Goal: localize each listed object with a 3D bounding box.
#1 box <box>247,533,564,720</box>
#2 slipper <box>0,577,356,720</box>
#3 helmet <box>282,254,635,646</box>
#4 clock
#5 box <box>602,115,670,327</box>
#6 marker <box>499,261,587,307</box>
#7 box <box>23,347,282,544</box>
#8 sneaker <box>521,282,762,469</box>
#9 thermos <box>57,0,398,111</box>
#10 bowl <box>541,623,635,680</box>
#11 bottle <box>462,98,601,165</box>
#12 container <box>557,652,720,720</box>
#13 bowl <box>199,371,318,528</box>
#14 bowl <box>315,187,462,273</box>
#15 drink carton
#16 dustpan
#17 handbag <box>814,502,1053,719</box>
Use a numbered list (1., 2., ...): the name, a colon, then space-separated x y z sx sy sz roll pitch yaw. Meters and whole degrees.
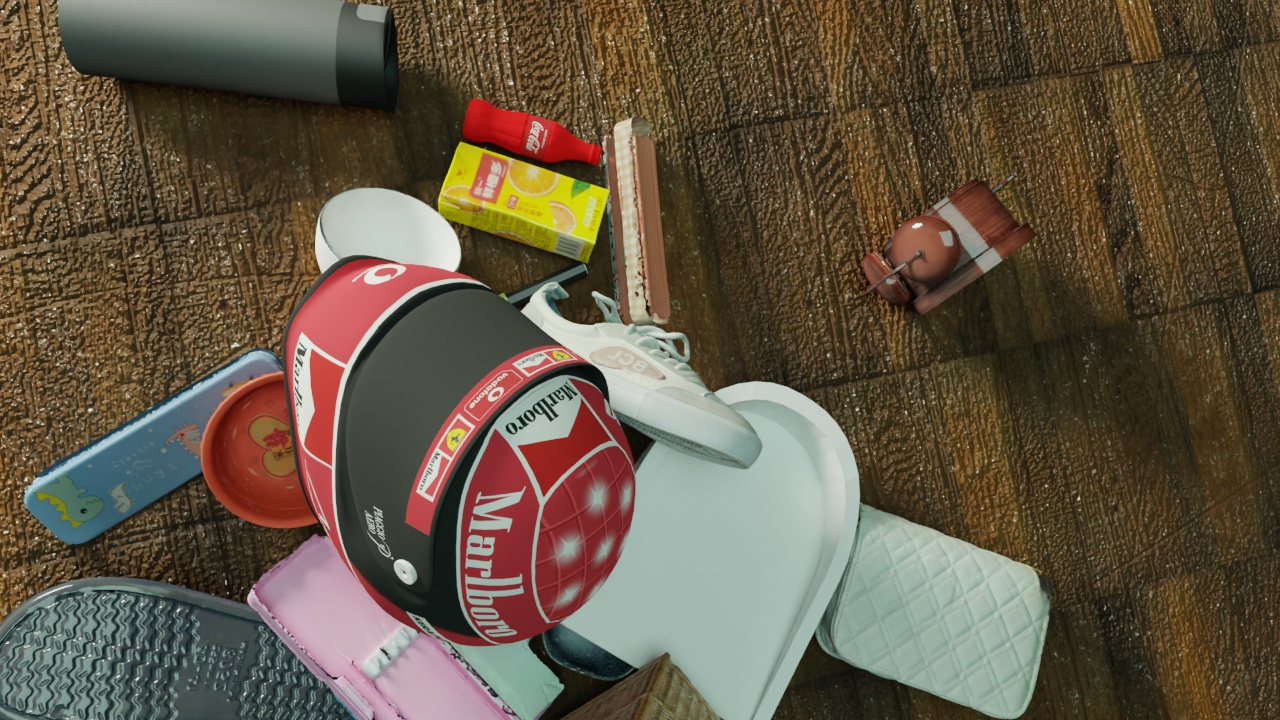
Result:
1. box: -0.172 0.215 0.732 0.230 0.035 0.158 46 53 1
2. slipper: -0.345 0.231 0.705 0.268 0.083 0.110 16 72 -25
3. helmet: -0.114 0.076 0.646 0.225 0.271 0.197 21 38 29
4. clock: 0.264 -0.095 0.806 0.157 0.121 0.072 -33 83 -19
5. box: -0.006 -0.118 0.810 0.056 0.064 0.188 4 80 -45
6. marker: -0.104 -0.056 0.792 0.123 0.017 0.021 -26 90 -12
7. box: -0.371 0.066 0.719 0.209 0.059 0.068 -33 94 -10
8. sneaker: -0.004 0.004 0.730 0.242 0.089 0.090 23 79 26
9. thermos: -0.321 -0.258 0.741 0.240 0.082 0.082 5 84 -9
10. bowl: -0.036 0.206 0.757 0.110 0.055 0.110 5 70 -15
11. bottle: -0.092 -0.194 0.796 0.119 0.036 0.036 14 83 -8
12. container: -0.025 0.326 0.686 0.199 0.112 0.114 -37 93 23
13. bowl: -0.276 0.064 0.726 0.130 0.045 0.131 -8 110 -24
14. bowl: -0.208 -0.080 0.743 0.113 0.063 0.113 19 42 -18
15. drink carton: -0.100 -0.134 0.784 0.134 0.043 0.058 17 67 -7
16. dustpan: 0.077 0.142 0.753 0.191 0.053 0.257 32 66 -4
17. handbag: 0.252 0.218 0.802 0.195 0.073 0.138 23 73 -6
